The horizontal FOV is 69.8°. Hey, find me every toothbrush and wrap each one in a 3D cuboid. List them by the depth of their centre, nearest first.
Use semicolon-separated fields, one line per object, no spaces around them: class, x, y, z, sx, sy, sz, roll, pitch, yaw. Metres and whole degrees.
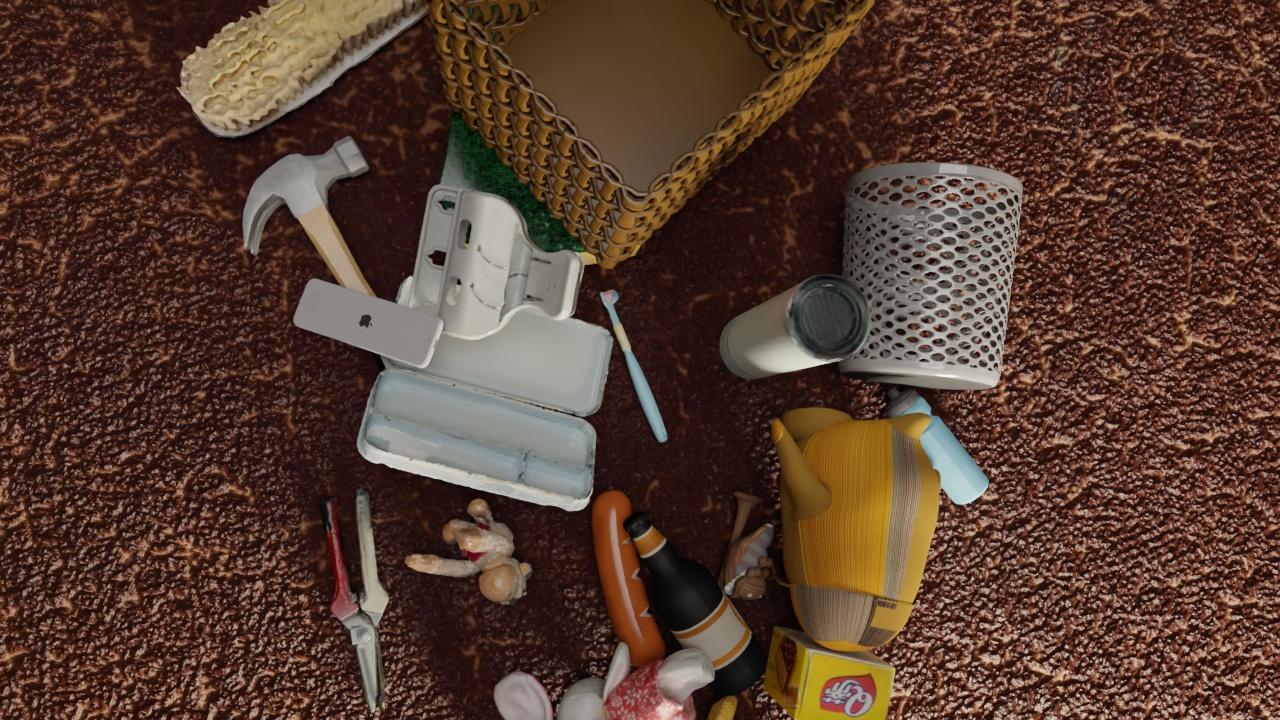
toothbrush;-0.005;0.005;0.875;0.022;0.016;0.155;-18;85;-47

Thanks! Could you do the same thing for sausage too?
sausage;-0.014;0.201;0.842;0.044;0.039;0.164;-12;86;-16

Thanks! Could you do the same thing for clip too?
clip;-0.121;-0.076;0.778;0.144;0.074;0.125;13;98;3

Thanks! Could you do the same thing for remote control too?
remote control;-0.234;-0.033;0.785;0.147;0.008;0.045;17;83;22

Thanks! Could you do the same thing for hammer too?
hammer;-0.244;-0.038;0.839;0.131;0.039;0.328;-30;89;-8

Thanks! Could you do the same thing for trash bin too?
trash bin;0.263;-0.071;0.849;0.156;0.156;0.183;6;86;-7

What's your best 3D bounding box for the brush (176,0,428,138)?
brush;-0.298;-0.304;0.848;0.271;0.057;0.083;-38;91;-9

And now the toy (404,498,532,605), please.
toy;-0.143;0.182;0.819;0.085;0.074;0.106;-33;112;21

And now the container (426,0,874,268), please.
container;0.000;-0.249;0.722;0.251;0.214;0.219;-43;91;-9

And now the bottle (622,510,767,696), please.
bottle;0.043;0.213;0.824;0.059;0.059;0.181;-36;99;-10

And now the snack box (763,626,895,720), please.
snack box;0.167;0.285;0.823;0.083;0.106;0.061;13;83;-6

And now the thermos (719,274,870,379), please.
thermos;0.123;-0.022;0.785;0.068;0.230;0.068;1;85;-8

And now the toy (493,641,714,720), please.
toy;-0.024;0.309;0.799;0.194;0.084;0.159;-37;91;16

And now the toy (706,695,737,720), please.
toy;0.161;0.404;0.780;0.267;0.140;0.247;27;119;10

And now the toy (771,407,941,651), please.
toy;0.185;0.154;0.818;0.198;0.163;0.203;18;70;-28

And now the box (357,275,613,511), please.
box;-0.131;0.028;0.818;0.209;0.061;0.192;15;57;-18

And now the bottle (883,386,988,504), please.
bottle;0.283;0.079;0.892;0.040;0.040;0.130;-39;90;-10

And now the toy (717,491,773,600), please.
toy;0.099;0.178;0.854;0.041;0.055;0.102;20;87;-45

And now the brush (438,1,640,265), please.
brush;-0.094;-0.217;0.855;0.195;0.075;0.250;1;84;-7

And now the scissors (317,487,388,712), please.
scissors;-0.258;0.213;0.822;0.146;0.015;0.187;24;82;-6
